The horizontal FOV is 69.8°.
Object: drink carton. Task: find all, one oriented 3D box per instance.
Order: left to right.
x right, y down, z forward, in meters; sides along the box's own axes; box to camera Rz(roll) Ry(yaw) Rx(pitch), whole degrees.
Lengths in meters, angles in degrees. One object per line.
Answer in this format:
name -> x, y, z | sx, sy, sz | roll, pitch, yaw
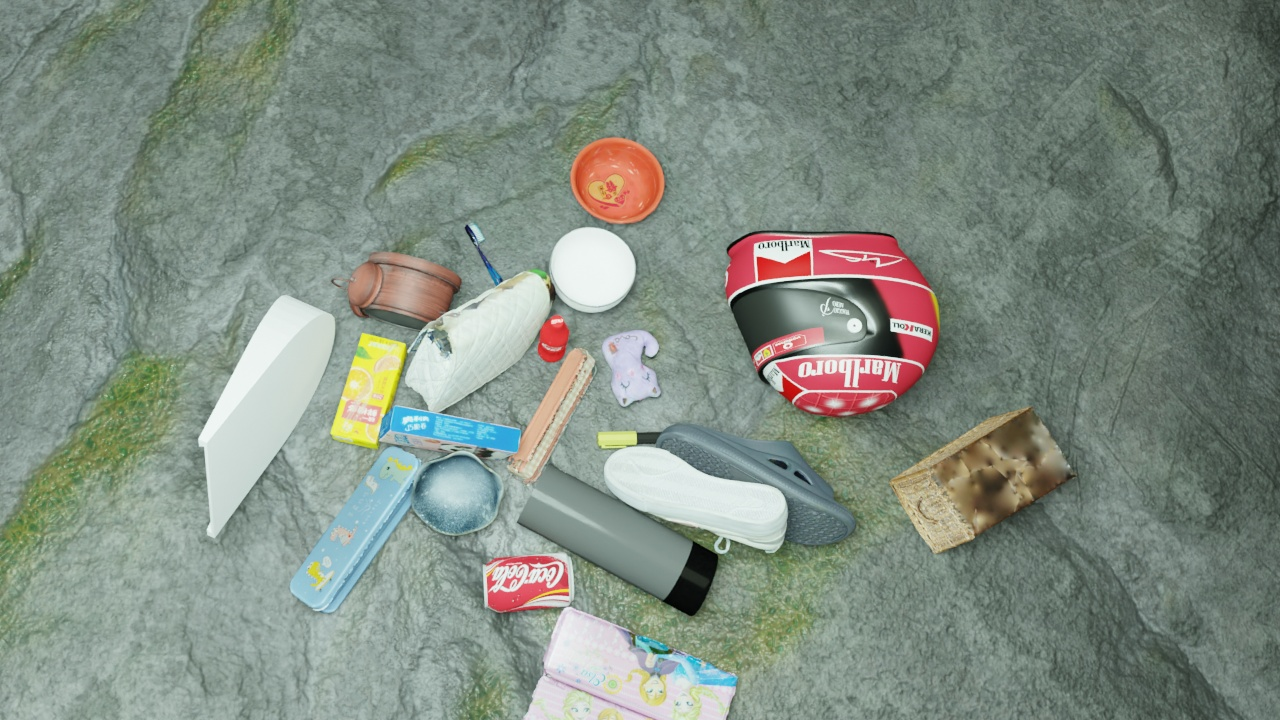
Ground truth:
drink carton -> -0.337, 0.039, 1.144 | 0.058, 0.043, 0.134 | 14, 72, -6

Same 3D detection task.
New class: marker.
marker -> 0.006, 0.103, 1.195 | 0.123, 0.017, 0.021 | -1, 74, -11

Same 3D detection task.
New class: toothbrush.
toothbrush -> -0.186, -0.105, 1.227 | 0.017, 0.016, 0.189 | -25, 79, -26

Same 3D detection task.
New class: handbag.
handbag -> -0.197, -0.030, 1.111 | 0.072, 0.139, 0.194 | 42, 40, 8

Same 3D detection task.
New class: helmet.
helmet -> 0.246, -0.040, 1.184 | 0.271, 0.198, 0.224 | 1, 73, -1

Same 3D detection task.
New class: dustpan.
dustpan -> -0.435, 0.041, 1.040 | 0.053, 0.192, 0.257 | 24, 47, -2

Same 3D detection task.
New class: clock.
clock -> -0.305, -0.086, 1.149 | 0.157, 0.121, 0.072 | 15, 79, -13

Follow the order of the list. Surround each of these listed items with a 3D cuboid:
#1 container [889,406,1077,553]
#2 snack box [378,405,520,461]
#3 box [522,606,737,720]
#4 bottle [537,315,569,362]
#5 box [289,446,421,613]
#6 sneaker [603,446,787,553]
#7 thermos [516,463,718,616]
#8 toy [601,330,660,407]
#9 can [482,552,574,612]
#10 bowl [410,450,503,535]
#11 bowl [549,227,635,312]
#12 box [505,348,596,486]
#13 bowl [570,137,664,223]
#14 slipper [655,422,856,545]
container -> 0.448, 0.155, 1.202 | 0.198, 0.113, 0.113 | -28, 80, -15
snack box -> -0.230, 0.089, 1.104 | 0.154, 0.088, 0.033 | 13, 73, -21
box -> -0.015, 0.410, 1.092 | 0.230, 0.035, 0.159 | 22, 71, -1
bottle -> -0.109, -0.030, 1.161 | 0.036, 0.119, 0.036 | 3, 73, -8
box -> -0.335, 0.197, 1.091 | 0.068, 0.059, 0.209 | 32, 71, 3
sneaker -> 0.065, 0.180, 1.133 | 0.242, 0.091, 0.089 | 14, 48, 24
thermos -> -0.026, 0.219, 1.121 | 0.240, 0.082, 0.082 | 28, 71, 0
toy -> -0.007, 0.007, 1.211 | 0.080, 0.036, 0.099 | -17, 75, -13
can -> -0.135, 0.266, 1.098 | 0.104, 0.064, 0.064 | -3, 74, -10
bowl -> -0.220, 0.153, 1.114 | 0.110, 0.055, 0.110 | -1, 108, -4
bowl -> -0.067, -0.115, 1.223 | 0.113, 0.063, 0.113 | 3, 73, -9
box -> -0.113, 0.074, 1.180 | 0.056, 0.064, 0.187 | 19, 70, 35
bowl -> -0.034, -0.241, 1.276 | 0.130, 0.045, 0.130 | 3, 73, -9
slipper -> 0.151, 0.145, 1.171 | 0.268, 0.111, 0.083 | 28, 51, 5
